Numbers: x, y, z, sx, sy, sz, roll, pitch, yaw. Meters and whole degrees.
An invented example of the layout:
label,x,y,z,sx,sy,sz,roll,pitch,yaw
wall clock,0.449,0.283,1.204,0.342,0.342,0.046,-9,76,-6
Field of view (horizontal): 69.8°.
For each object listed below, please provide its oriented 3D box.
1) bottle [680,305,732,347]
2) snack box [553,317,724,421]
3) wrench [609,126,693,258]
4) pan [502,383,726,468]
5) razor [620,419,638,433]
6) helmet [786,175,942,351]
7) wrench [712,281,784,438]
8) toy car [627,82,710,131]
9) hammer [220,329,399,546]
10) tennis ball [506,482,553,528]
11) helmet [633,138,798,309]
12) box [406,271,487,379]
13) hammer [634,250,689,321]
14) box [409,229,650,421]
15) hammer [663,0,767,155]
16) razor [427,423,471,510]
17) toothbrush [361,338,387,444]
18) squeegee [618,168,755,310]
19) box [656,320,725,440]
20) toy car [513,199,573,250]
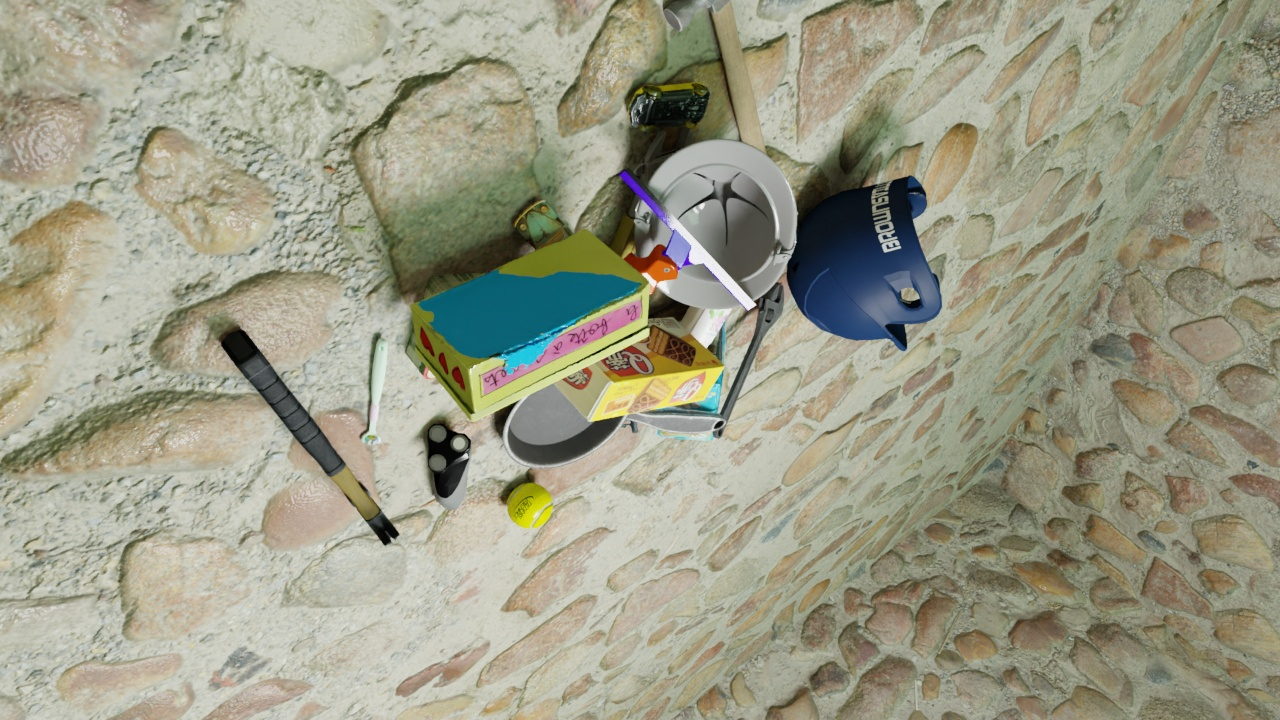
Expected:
label,x,y,z,sx,sy,sz,roll,pitch,yaw
bottle,0.099,-0.079,1.240,0.051,0.051,0.146,1,125,-52
snack box,-0.007,0.007,1.141,0.229,0.110,0.062,-7,135,-50
wrench,-0.008,-0.160,1.112,0.083,0.018,0.274,-15,138,-48
pan,-0.028,0.075,1.274,0.356,0.055,0.188,1,129,-36
razor,-0.063,0.102,1.365,0.143,0.022,0.042,-13,99,-38
helmet,0.337,-0.129,1.373,0.224,0.231,0.272,-19,138,30
wrench,0.168,-0.002,1.423,0.272,0.018,0.073,-65,149,-16
toy car,0.031,-0.279,1.004,0.106,0.030,0.049,-13,138,-32
hammer,-0.330,0.092,0.947,0.025,0.118,0.333,-38,144,-18
tennis ball,-0.160,0.210,1.328,0.065,0.065,0.065,-31,147,-23
helmet,0.094,-0.184,1.073,0.272,0.183,0.117,101,4,-54
box,-0.157,-0.044,1.042,0.205,0.049,0.118,-8,132,-46
hammer,0.097,-0.116,1.282,0.299,0.037,0.218,-27,145,-30
box,-0.110,-0.040,0.937,0.220,0.124,0.081,-30,143,-27
hammer,0.116,-0.320,1.064,0.119,0.031,0.331,-42,149,-6
razor,-0.242,0.140,1.158,0.156,0.057,0.060,101,15,-55
toothbrush,-0.290,0.036,1.006,0.022,0.015,0.155,7,129,-15
squeegee,-0.010,-0.097,1.083,0.185,0.055,0.249,-21,133,34
box,0.077,0.028,1.404,0.227,0.098,0.121,86,10,-65
toy car,-0.094,-0.130,1.014,0.047,0.047,0.112,-42,150,1
